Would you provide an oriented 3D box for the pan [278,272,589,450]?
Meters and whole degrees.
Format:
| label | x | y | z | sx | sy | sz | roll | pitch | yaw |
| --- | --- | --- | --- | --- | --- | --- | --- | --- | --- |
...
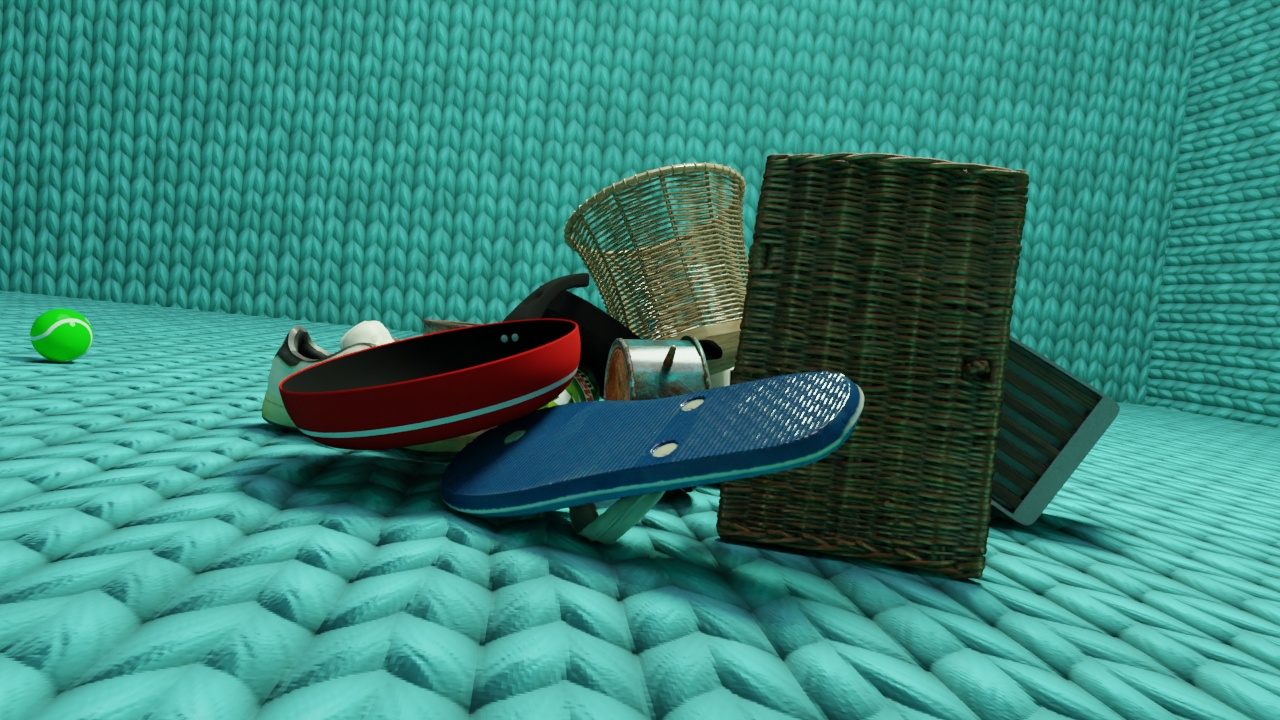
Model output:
| label | x | y | z | sx | sy | sz | roll | pitch | yaw |
| --- | --- | --- | --- | --- | --- | --- | --- | --- | --- |
| pan | -0.117 | -0.010 | 0.719 | 0.209 | 0.067 | 0.355 | -5 | 12 | 25 |

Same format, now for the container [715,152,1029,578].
| label | x | y | z | sx | sy | sz | roll | pitch | yaw |
| --- | --- | --- | --- | --- | --- | --- | --- | --- | --- |
| container | 0.159 | 0.005 | 0.639 | 0.162 | 0.250 | 0.183 | 7 | -5 | 16 |

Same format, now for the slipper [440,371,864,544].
| label | x | y | z | sx | sy | sz | roll | pitch | yaw |
| --- | --- | --- | --- | --- | --- | --- | --- | --- | --- |
| slipper | -0.005 | 0.066 | 0.546 | 0.296 | 0.060 | 0.118 | -12 | 18 | 34 |

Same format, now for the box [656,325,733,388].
| label | x | y | z | sx | sy | sz | roll | pitch | yaw |
| --- | --- | --- | --- | --- | --- | --- | --- | --- | --- |
| box | 0.063 | 0.003 | 1.249 | 0.145 | 0.066 | 0.185 | 5 | 23 | 12 |

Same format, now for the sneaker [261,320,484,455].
| label | x | y | z | sx | sy | sz | roll | pitch | yaw |
| --- | --- | --- | --- | --- | --- | --- | --- | --- | --- |
| sneaker | -0.212 | 0.020 | 0.793 | 0.242 | 0.102 | 0.088 | 8 | 4 | 13 |

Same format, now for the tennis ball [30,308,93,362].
| label | x | y | z | sx | sy | sz | roll | pitch | yaw |
| --- | --- | --- | --- | --- | --- | --- | --- | --- | --- |
| tennis ball | -0.701 | -0.030 | 1.112 | 0.065 | 0.065 | 0.065 | 6 | 3 | -1 |

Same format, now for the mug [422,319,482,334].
| label | x | y | z | sx | sy | sz | roll | pitch | yaw |
| --- | --- | --- | --- | --- | --- | --- | --- | --- | --- |
| mug | -0.193 | 0.011 | 0.976 | 0.096 | 0.110 | 0.123 | 10 | 1 | -20 |

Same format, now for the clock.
| label | x | y | z | sx | sy | sz | roll | pitch | yaw |
| --- | --- | --- | --- | --- | --- | --- | --- | --- | --- |
| clock | 0.012 | 0.041 | 0.722 | 0.073 | 0.121 | 0.158 | 1 | -2 | -13 |

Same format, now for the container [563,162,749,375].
| label | x | y | z | sx | sy | sz | roll | pitch | yaw |
| --- | --- | --- | --- | --- | --- | --- | --- | --- | --- |
| container | 0.042 | -0.091 | 1.088 | 0.227 | 0.196 | 0.227 | -15 | -15 | -4 |

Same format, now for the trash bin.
| label | x | y | z | sx | sy | sz | roll | pitch | yaw |
| --- | --- | --- | --- | --- | --- | --- | --- | --- | --- |
| trash bin | 0.260 | 0.019 | 0.772 | 0.229 | 0.114 | 0.114 | 37 | 12 | 21 |

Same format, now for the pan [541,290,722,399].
| label | x | y | z | sx | sy | sz | roll | pitch | yaw |
| --- | --- | --- | --- | --- | --- | --- | --- | --- | --- |
| pan | -0.005 | 0.005 | 0.887 | 0.225 | 0.034 | 0.357 | 42 | -14 | -13 |

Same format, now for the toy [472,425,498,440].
| label | x | y | z | sx | sy | sz | roll | pitch | yaw |
| --- | --- | --- | --- | --- | --- | --- | --- | --- | --- |
| toy | -0.066 | 0.065 | 0.708 | 0.093 | 0.050 | 0.102 | -3 | -6 | 34 |

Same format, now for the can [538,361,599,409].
| label | x | y | z | sx | sy | sz | roll | pitch | yaw |
| --- | --- | --- | --- | --- | --- | --- | --- | --- | --- |
| can | -0.099 | 0.036 | 0.883 | 0.083 | 0.083 | 0.144 | 7 | 3 | 19 |
